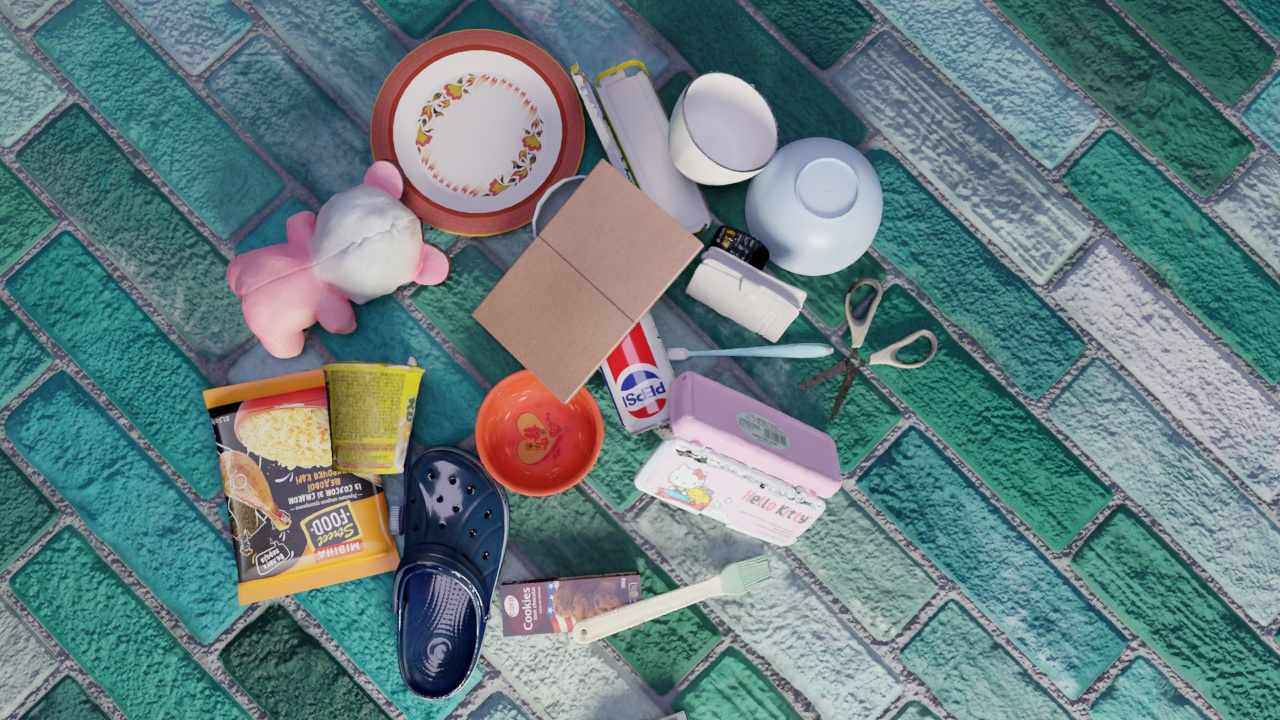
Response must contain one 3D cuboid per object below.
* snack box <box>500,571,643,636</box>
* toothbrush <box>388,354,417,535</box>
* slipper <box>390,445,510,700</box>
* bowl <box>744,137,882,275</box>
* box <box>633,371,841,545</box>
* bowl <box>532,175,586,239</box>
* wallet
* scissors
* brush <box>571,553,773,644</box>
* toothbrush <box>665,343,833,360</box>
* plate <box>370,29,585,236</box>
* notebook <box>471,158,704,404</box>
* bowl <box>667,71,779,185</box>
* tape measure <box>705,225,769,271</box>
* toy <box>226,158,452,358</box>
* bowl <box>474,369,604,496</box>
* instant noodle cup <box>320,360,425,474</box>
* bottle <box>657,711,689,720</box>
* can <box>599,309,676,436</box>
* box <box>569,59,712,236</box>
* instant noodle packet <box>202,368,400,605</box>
[{"bbox_3d":[-0.069,0.248,0.937,0.141,0.032,0.051,-4,84,-2],"label":"snack box"},{"bbox_3d":[-0.246,0.086,0.954,0.017,0.016,0.189,2,80,2],"label":"toothbrush"},{"bbox_3d":[-0.191,0.212,0.910,0.105,0.095,0.252,4,87,1],"label":"slipper"},{"bbox_3d":[0.189,-0.170,0.967,0.150,0.075,0.150,0,84,-1],"label":"bowl"},{"bbox_3d":[0.097,0.104,0.928,0.201,0.103,0.100,25,40,-22],"label":"box"},{"bbox_3d":[-0.061,-0.140,0.969,0.106,0.039,0.106,-1,98,-8],"label":"bowl"},{"bbox_3d":[0.106,-0.063,0.951,0.116,0.086,0.032,26,59,3],"label":"wallet"},{"bbox_3d":[0.241,-0.013,0.978,0.157,0.012,0.169,0,80,-4],"label":"scissors"},{"bbox_3d":[0.034,0.242,0.926,0.217,0.012,0.033,-15,82,-17],"label":"brush"},{"bbox_3d":[0.117,-0.009,0.978,0.180,0.016,0.016,-2,92,-3],"label":"toothbrush"},{"bbox_3d":[-0.174,-0.245,0.993,0.230,0.021,0.229,0,84,-1],"label":"plate"},{"bbox_3d":[-0.057,-0.080,0.921,0.141,0.008,0.209,43,96,16],"label":"notebook"},{"bbox_3d":[0.079,-0.235,0.962,0.116,0.066,0.116,8,71,-24],"label":"bowl"},{"bbox_3d":[0.103,-0.115,0.963,0.062,0.067,0.038,29,81,2],"label":"tape measure"},{"bbox_3d":[-0.314,-0.101,0.944,0.213,0.084,0.142,-27,85,-1],"label":"toy"},{"bbox_3d":[-0.103,0.074,0.949,0.130,0.045,0.130,0,84,-1],"label":"bowl"},{"bbox_3d":[-0.267,0.057,0.911,0.102,0.102,0.108,2,86,-1],"label":"instant noodle cup"},{"bbox_3d":[-0.002,0.390,0.919,0.116,0.041,0.041,-19,84,-3],"label":"bottle"},{"bbox_3d":[-0.006,0.006,0.946,0.070,0.070,0.132,-21,85,-4],"label":"can"},{"bbox_3d":[0.003,-0.224,0.967,0.084,0.080,0.210,-24,86,0],"label":"box"},{"bbox_3d":[-0.346,0.122,0.942,0.159,0.032,0.220,-11,84,-10],"label":"instant noodle packet"}]
